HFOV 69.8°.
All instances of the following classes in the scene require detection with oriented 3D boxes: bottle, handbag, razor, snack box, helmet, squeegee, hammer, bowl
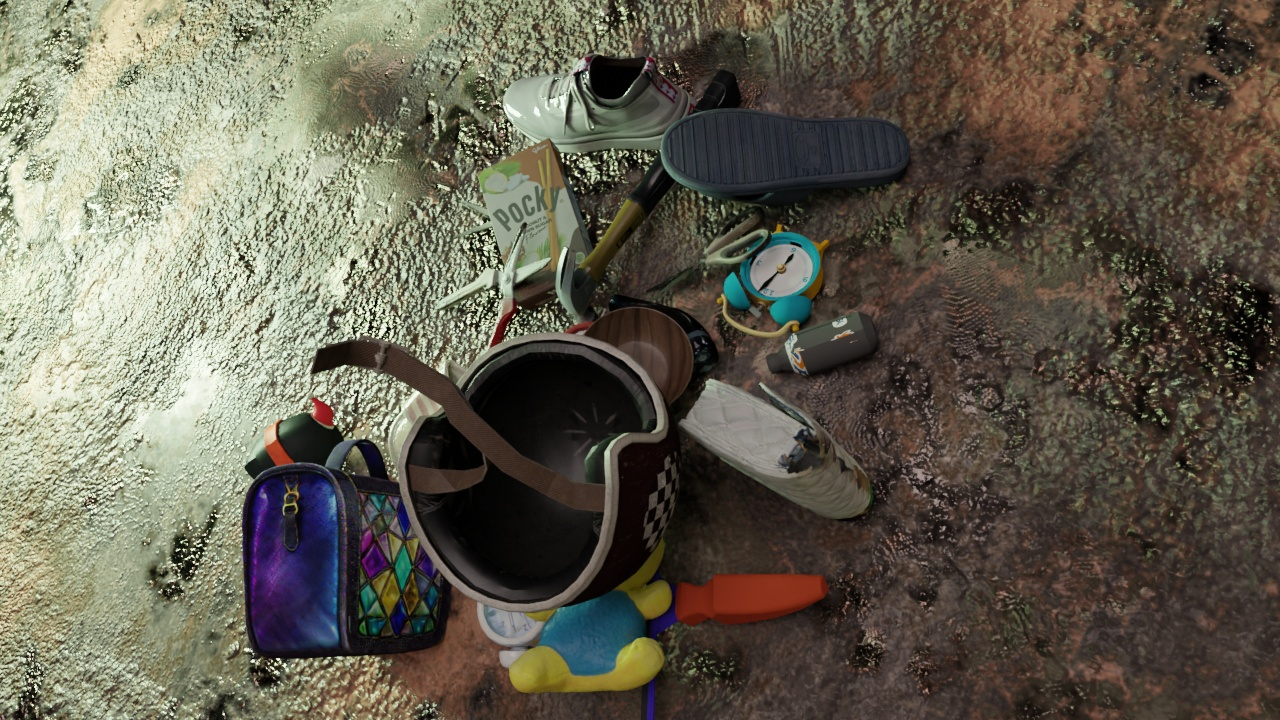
[{"bbox_3d":[0.181,-0.013,0.921,0.112,0.047,0.047,-20,64,14],"label":"bottle"},{"bbox_3d":[0.129,0.079,0.823,0.139,0.195,0.072,28,85,31],"label":"handbag"},{"bbox_3d":[0.020,-0.029,0.990,0.140,0.053,0.063,27,75,30],"label":"razor"},{"bbox_3d":[-0.123,-0.163,1.099,0.101,0.031,0.185,-23,69,12],"label":"snack box"},{"bbox_3d":[-0.088,0.087,0.772,0.234,0.253,0.234,3,102,20],"label":"helmet"},{"bbox_3d":[0.089,0.224,0.862,0.185,0.055,0.249,-17,56,32],"label":"squeegee"},{"bbox_3d":[0.011,-0.192,1.032,0.025,0.118,0.332,30,78,26],"label":"hammer"},{"bbox_3d":[-0.297,0.192,0.953,0.126,0.204,0.221,-8,74,19],"label":"handbag"},{"bbox_3d":[-0.006,0.006,0.937,0.119,0.032,0.119,-1,67,2],"label":"bowl"}]

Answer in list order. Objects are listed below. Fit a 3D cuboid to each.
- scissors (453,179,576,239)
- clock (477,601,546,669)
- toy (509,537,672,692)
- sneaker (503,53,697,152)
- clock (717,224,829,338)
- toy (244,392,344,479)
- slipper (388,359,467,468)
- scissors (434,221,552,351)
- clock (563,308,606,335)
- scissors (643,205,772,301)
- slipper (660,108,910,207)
[{"bbox_3d":[-0.155,-0.185,1.143,0.165,0.014,0.141,-43,64,1],"label":"scissors"},{"bbox_3d":[-0.114,0.263,0.935,0.089,0.052,0.125,-33,65,6],"label":"clock"},{"bbox_3d":[-0.045,0.214,0.882,0.149,0.084,0.213,-2,52,-1],"label":"toy"},{"bbox_3d":[-0.068,-0.318,1.094,0.263,0.128,0.096,11,74,27],"label":"sneaker"},{"bbox_3d":[0.143,-0.082,0.967,0.099,0.044,0.129,23,73,28],"label":"clock"},{"bbox_3d":[-0.397,0.108,1.080,0.119,0.099,0.097,-38,59,6],"label":"toy"},{"bbox_3d":[-0.190,0.051,1.021,0.264,0.052,0.115,-27,65,24],"label":"slipper"},{"bbox_3d":[-0.181,-0.071,1.083,0.179,0.015,0.199,17,96,39],"label":"scissors"},{"bbox_3d":[-0.063,0.010,1.013,0.124,0.044,0.087,-42,61,1],"label":"clock"},{"bbox_3d":[0.077,-0.110,0.999,0.163,0.012,0.154,-49,30,-14],"label":"scissors"},{"bbox_3d":[0.154,-0.209,0.995,0.263,0.083,0.101,0,68,2],"label":"slipper"}]
